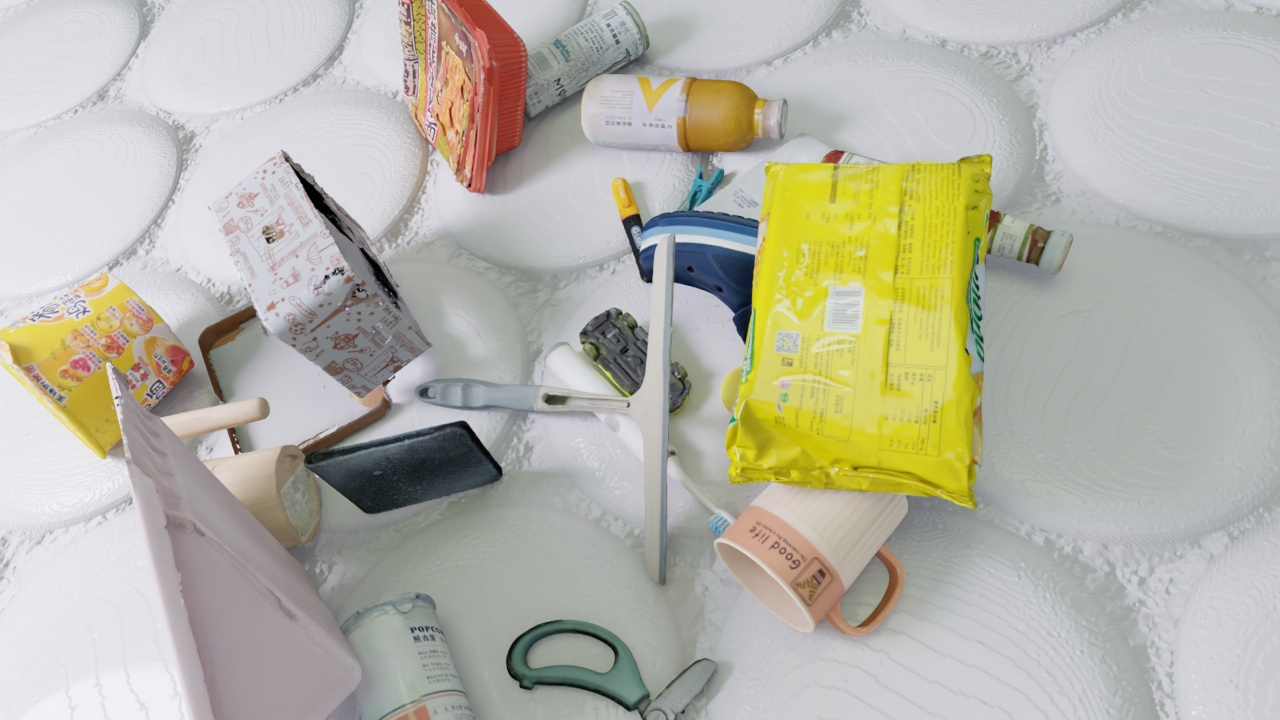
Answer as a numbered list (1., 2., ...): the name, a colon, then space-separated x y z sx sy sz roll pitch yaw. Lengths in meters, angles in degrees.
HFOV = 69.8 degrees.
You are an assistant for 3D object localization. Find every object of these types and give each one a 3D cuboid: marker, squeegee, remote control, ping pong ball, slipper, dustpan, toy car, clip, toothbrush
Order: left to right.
1. dustpan: -0.286 0.159 0.557 0.138 0.273 0.223 -41 28 -17
2. squeegee: -0.075 0.031 0.717 0.247 0.039 0.246 2 92 31
3. marker: -0.006 -0.119 0.826 0.018 0.015 0.123 -20 58 5
4. toy car: -0.004 0.004 0.738 0.048 0.032 0.105 -40 70 -14
5. toothbrush: 0.000 0.059 0.705 0.026 0.027 0.221 -28 55 -29
6. clip: 0.057 -0.155 0.837 0.050 0.015 0.056 17 64 19
7. ping pong ball: 0.081 0.024 0.701 0.040 0.040 0.040 -6 57 9
8. remote control: 0.115 -0.151 0.817 0.135 0.019 0.056 -37 58 -12
9. slipper: 0.115 -0.048 0.711 0.253 0.105 0.095 15 82 23

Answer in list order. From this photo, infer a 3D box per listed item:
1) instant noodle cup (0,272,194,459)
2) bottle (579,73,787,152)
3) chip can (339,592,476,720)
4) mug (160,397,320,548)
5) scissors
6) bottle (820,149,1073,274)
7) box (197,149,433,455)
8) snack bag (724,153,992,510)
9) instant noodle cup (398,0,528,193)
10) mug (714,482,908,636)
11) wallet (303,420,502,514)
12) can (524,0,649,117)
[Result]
1. instant noodle cup: -0.464 -0.001 0.785 0.138 0.138 0.109 29 60 26
2. bottle: 0.040 -0.229 0.853 0.190 0.068 0.067 7 60 16
3. chip can: -0.129 0.257 0.581 0.071 0.071 0.214 -28 57 -6
4. mug: -0.316 0.094 0.700 0.103 0.125 0.084 -13 14 2
5. scissors: -0.032 0.241 0.602 0.179 0.019 0.170 34 72 29
6. bottle: 0.240 -0.118 0.745 0.206 0.060 0.059 23 65 24
7. box: -0.304 -0.032 0.761 0.193 0.157 0.183 -36 55 -2
8. snack bag: 0.142 -0.030 0.595 0.158 0.068 0.246 4 68 16
9. instant noodle cup: -0.168 -0.273 0.886 0.079 0.165 0.188 -17 53 -28
10. mug: 0.126 0.124 0.612 0.114 0.082 0.105 45 73 3
11. wallet: -0.173 0.081 0.686 0.121 0.097 0.019 -14 60 4
12. can: -0.066 -0.306 0.931 0.146 0.058 0.058 -32 57 -9
